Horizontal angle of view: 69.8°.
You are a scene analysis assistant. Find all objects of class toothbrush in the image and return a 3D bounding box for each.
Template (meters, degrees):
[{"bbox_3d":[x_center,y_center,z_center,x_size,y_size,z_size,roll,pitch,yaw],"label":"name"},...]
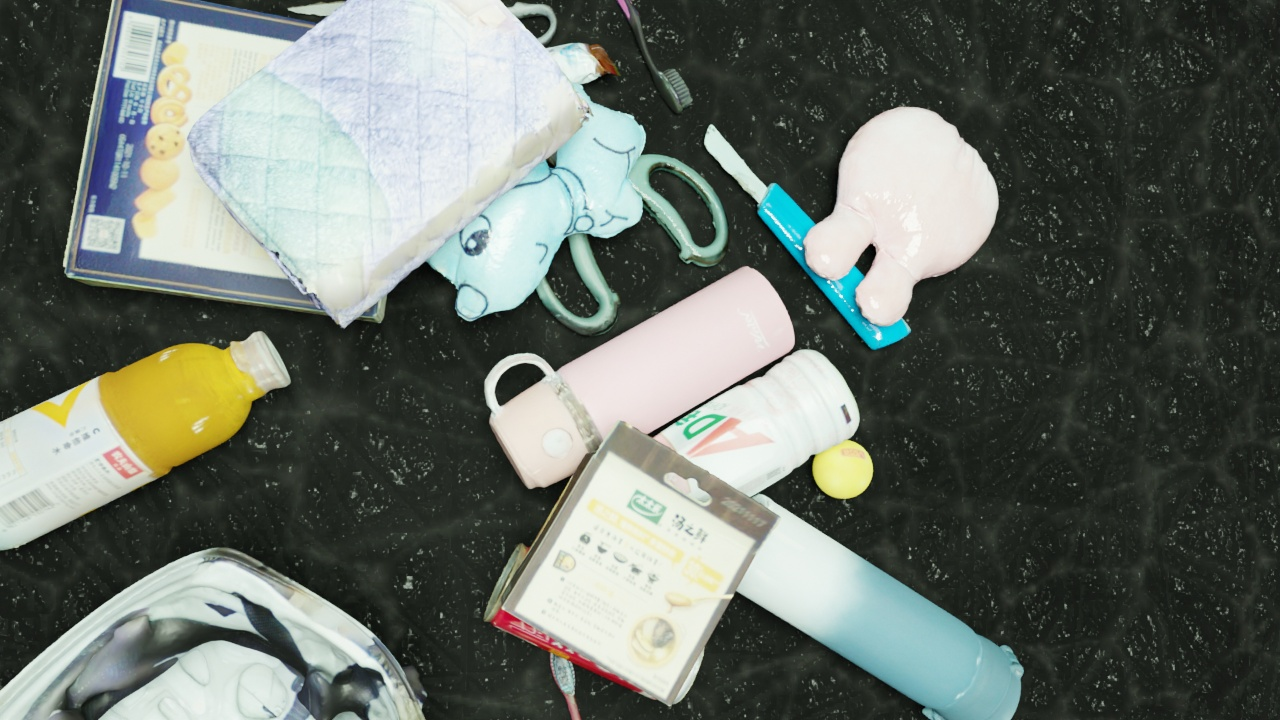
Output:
[{"bbox_3d":[-0.028,0.275,0.591,0.016,0.017,0.187,-16,87,-11],"label":"toothbrush"},{"bbox_3d":[-0.013,-0.258,0.643,0.017,0.014,0.189,-28,90,-22],"label":"toothbrush"}]

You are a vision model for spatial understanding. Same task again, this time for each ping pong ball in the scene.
[{"bbox_3d":[0.138,0.074,0.627,0.040,0.040,0.040,1,85,-11],"label":"ping pong ball"}]

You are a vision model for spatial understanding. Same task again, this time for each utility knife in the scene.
[{"bbox_3d":[0.114,-0.087,0.648,0.034,0.018,0.204,-43,93,-23],"label":"utility knife"}]

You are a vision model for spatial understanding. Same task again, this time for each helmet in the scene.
[{"bbox_3d":[-0.213,0.244,0.481,0.259,0.146,0.228,36,65,16],"label":"helmet"}]

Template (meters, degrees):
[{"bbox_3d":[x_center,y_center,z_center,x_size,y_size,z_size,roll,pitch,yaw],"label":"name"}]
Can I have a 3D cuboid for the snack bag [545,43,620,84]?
[{"bbox_3d":[-0.068,-0.194,0.615,0.104,0.026,0.048,-15,44,-10],"label":"snack bag"}]

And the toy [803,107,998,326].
[{"bbox_3d":[0.180,-0.102,0.642,0.121,0.054,0.159,43,73,-4],"label":"toy"}]

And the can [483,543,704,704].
[{"bbox_3d":[-0.028,0.168,0.582,0.132,0.053,0.053,27,81,-7],"label":"can"}]

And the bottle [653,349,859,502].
[{"bbox_3d":[0.045,0.066,0.599,0.196,0.068,0.068,-30,91,-8],"label":"bottle"}]

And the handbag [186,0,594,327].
[{"bbox_3d":[-0.142,-0.128,0.527,0.193,0.076,0.134,-42,83,-9],"label":"handbag"}]

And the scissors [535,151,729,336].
[{"bbox_3d":[-0.033,-0.093,0.622,0.175,0.019,0.176,36,81,-7],"label":"scissors"}]

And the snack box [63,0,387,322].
[{"bbox_3d":[-0.240,-0.124,0.572,0.182,0.046,0.178,8,84,-10],"label":"snack box"}]

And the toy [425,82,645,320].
[{"bbox_3d":[-0.075,-0.103,0.585,0.156,0.050,0.161,3,84,-8],"label":"toy"}]

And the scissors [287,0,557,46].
[{"bbox_3d":[-0.139,-0.231,0.617,0.150,0.014,0.170,42,80,-3],"label":"scissors"}]

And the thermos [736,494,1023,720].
[{"bbox_3d":[0.152,0.173,0.610,0.220,0.070,0.070,34,80,-6],"label":"thermos"}]

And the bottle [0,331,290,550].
[{"bbox_3d":[-0.301,0.041,0.535,0.189,0.068,0.068,-28,90,-12],"label":"bottle"}]

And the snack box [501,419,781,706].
[{"bbox_3d":[-0.001,0.116,0.536,0.113,0.053,0.125,32,81,-6],"label":"snack box"}]

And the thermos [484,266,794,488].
[{"bbox_3d":[-0.004,0.003,0.593,0.198,0.067,0.087,-28,104,-11],"label":"thermos"}]
